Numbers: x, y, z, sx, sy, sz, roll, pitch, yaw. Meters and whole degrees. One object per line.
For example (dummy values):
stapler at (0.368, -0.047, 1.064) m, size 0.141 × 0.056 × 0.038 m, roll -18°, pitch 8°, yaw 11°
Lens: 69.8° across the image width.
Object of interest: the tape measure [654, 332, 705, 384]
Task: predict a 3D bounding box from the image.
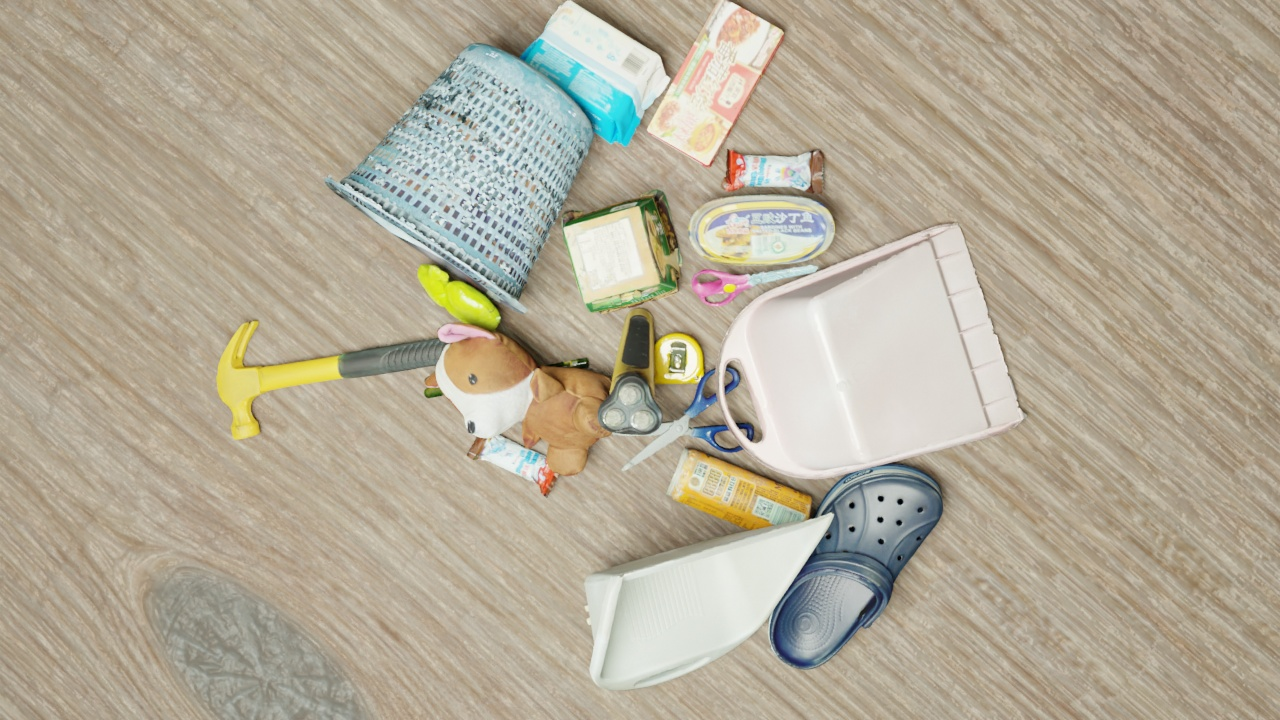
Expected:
tape measure at (0.038, -0.001, 0.973) m, size 0.060 × 0.029 × 0.057 m, roll -1°, pitch 96°, yaw 6°

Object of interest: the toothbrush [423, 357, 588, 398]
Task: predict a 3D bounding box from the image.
toothbrush at (-0.147, 0.019, 1.006) m, size 0.186 × 0.017 × 0.012 m, roll -11°, pitch 93°, yaw 6°

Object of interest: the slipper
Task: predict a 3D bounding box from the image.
slipper at (0.213, 0.216, 0.948) m, size 0.105 × 0.095 × 0.253 m, roll 32°, pitch 103°, yaw -1°

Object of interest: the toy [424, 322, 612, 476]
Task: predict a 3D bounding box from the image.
toy at (-0.128, 0.039, 0.944) m, size 0.199 × 0.130 × 0.140 m, roll 32°, pitch 135°, yaw -3°

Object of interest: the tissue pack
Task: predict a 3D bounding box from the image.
tissue pack at (-0.050, -0.287, 0.925) m, size 0.140 × 0.063 × 0.090 m, roll 32°, pitch 78°, yaw 2°

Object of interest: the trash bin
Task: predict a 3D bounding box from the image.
trash bin at (-0.155, -0.186, 0.897) m, size 0.226 × 0.226 × 0.195 m, roll 33°, pitch 86°, yaw 2°

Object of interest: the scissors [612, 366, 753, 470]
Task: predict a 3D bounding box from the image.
scissors at (0.049, 0.059, 0.945) m, size 0.166 × 0.012 × 0.155 m, roll 22°, pitch 76°, yaw -27°

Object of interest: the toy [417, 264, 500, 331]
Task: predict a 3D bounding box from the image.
toy at (-0.192, -0.063, 0.973) m, size 0.100 × 0.097 × 0.031 m, roll 24°, pitch 64°, yaw 28°

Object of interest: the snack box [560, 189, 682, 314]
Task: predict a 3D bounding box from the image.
snack box at (-0.022, -0.109, 0.929) m, size 0.118 × 0.105 × 0.117 m, roll -15°, pitch 94°, yaw 7°

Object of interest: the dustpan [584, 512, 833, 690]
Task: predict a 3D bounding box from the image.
dustpan at (0.055, 0.254, 0.903) m, size 0.222 × 0.258 × 0.142 m, roll -12°, pitch 81°, yaw -22°

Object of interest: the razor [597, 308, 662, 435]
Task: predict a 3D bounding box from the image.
razor at (-0.005, 0.005, 0.921) m, size 0.062 × 0.167 × 0.068 m, roll 4°, pitch 130°, yaw 1°

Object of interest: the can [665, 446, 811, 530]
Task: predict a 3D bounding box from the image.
can at (0.104, 0.144, 0.968) m, size 0.146 × 0.058 × 0.058 m, roll 22°, pitch 99°, yaw 4°

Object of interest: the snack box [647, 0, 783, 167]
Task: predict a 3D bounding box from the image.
snack box at (0.076, -0.282, 0.937) m, size 0.075 × 0.025 × 0.153 m, roll 31°, pitch 99°, yaw 3°

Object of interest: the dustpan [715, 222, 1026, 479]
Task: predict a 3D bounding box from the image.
dustpan at (0.223, 0.001, 0.948) m, size 0.272 × 0.139 × 0.222 m, roll -16°, pitch 90°, yaw -25°

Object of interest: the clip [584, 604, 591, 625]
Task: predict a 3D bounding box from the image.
clip at (-0.016, 0.274, 0.995) m, size 0.102 × 0.094 × 0.035 m, roll -21°, pitch 94°, yaw 20°

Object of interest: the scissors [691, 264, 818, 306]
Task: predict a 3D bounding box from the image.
scissors at (0.116, -0.082, 0.935) m, size 0.134 × 0.017 × 0.054 m, roll -9°, pitch 136°, yaw 27°

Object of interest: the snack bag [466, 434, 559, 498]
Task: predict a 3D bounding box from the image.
snack bag at (-0.136, 0.109, 1.009) m, size 0.104 × 0.026 × 0.048 m, roll 28°, pitch 86°, yaw 2°

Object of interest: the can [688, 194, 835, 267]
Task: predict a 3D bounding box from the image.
can at (0.123, -0.133, 0.937) m, size 0.148 × 0.049 × 0.074 m, roll 1°, pitch 96°, yaw 7°

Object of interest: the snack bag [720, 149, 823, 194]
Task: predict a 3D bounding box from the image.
snack bag at (0.135, -0.193, 0.940) m, size 0.105 × 0.026 × 0.045 m, roll 2°, pitch 87°, yaw 4°

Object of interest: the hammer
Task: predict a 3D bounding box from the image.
hammer at (-0.327, 0.006, 1.016) m, size 0.301 × 0.032 × 0.129 m, roll -8°, pitch 97°, yaw 8°
